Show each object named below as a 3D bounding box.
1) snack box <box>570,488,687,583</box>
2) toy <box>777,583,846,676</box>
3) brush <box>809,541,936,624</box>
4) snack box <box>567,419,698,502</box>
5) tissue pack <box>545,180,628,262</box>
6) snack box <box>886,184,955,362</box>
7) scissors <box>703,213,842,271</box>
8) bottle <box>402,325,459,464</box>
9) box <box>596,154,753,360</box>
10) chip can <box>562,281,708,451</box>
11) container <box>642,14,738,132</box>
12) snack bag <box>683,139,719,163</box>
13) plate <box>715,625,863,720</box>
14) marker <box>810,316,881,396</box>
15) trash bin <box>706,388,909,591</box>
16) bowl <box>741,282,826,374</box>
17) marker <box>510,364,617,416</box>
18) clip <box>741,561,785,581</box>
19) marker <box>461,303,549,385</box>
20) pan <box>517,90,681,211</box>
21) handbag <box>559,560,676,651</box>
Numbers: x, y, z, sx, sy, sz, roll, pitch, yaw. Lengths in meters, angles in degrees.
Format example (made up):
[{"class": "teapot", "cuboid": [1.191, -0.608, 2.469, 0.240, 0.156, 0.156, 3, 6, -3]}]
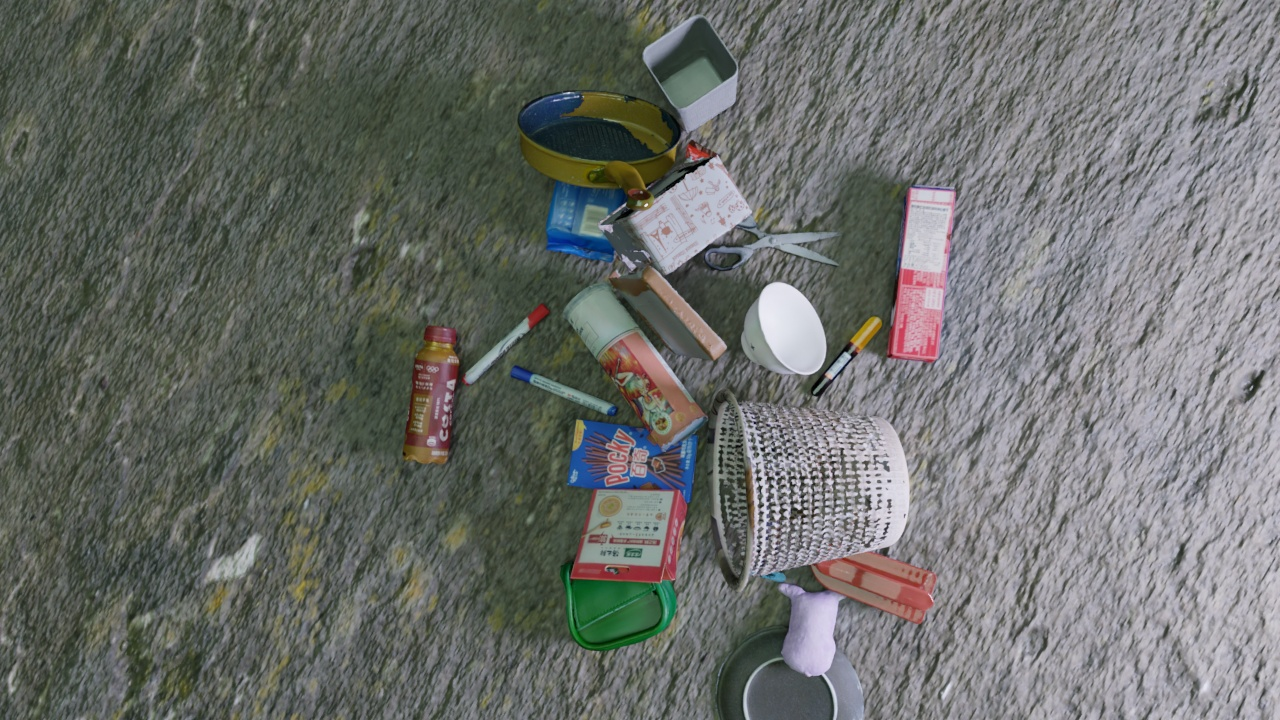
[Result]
[{"class": "snack box", "cuboid": [-0.011, 0.217, 1.098, 0.113, 0.044, 0.126, -1, 48, 19]}, {"class": "toy", "cuboid": [0.202, 0.322, 1.100, 0.084, 0.039, 0.107, 6, 67, 11]}, {"class": "brush", "cuboid": [0.271, 0.258, 1.086, 0.146, 0.069, 0.063, 19, 88, 8]}, {"class": "snack box", "cuboid": [-0.010, 0.126, 1.154, 0.157, 0.026, 0.084, 7, 87, 8]}, {"class": "tissue pack", "cuboid": [-0.062, -0.208, 1.169, 0.095, 0.052, 0.157, 12, 88, 6]}, {"class": "snack box", "cuboid": [0.339, -0.103, 1.106, 0.058, 0.057, 0.207, 7, 88, 11]}, {"class": "scissors", "cuboid": [0.159, -0.152, 1.155, 0.159, 0.014, 0.170, -37, 83, 5]}, {"class": "bottle", "cuboid": [-0.267, 0.044, 1.179, 0.057, 0.057, 0.175, 6, 87, 8]}, {"class": "box", "cuboid": [0.058, -0.112, 1.072, 0.157, 0.183, 0.193, -38, 104, -7]}, {"class": "chip can", "cuboid": [-0.007, 0.007, 1.126, 0.071, 0.071, 0.214, -38, 75, 4]}, {"class": "container", "cuboid": [0.065, -0.346, 1.129, 0.090, 0.114, 0.090, -32, 83, 4]}, {"class": "snack bag", "cuboid": [0.059, -0.225, 1.167, 0.048, 0.026, 0.104, 31, 91, 17]}, {"class": "plate", "cuboid": [0.180, 0.414, 1.112, 0.179, 0.024, 0.179, -1, 86, 7]}, {"class": "marker", "cuboid": [0.254, -0.004, 1.133, 0.018, 0.015, 0.124, 41, 95, 10]}, {"class": "trash bin", "cuboid": [0.188, 0.141, 1.045, 0.192, 0.227, 0.227, -2, 86, -7]}, {"class": "bowl", "cuboid": [0.163, -0.028, 1.115, 0.065, 0.118, 0.118, -29, 81, 44]}, {"class": "marker", "cuboid": [-0.098, 0.039, 1.177, 0.146, 0.017, 0.017, 21, 89, 9]}, {"class": "clip", "cuboid": [0.151, 0.260, 1.128, 0.057, 0.049, 0.015, 19, 88, 3]}, {"class": "marker", "cuboid": [-0.176, -0.020, 1.191, 0.145, 0.017, 0.017, -42, 82, 3]}, {"class": "pan", "cuboid": [-0.034, -0.235, 1.043, 0.197, 0.356, 0.078, -3, 130, -11]}, {"class": "handbag", "cuboid": [-0.026, 0.291, 1.131, 0.131, 0.068, 0.120, -18, 76, 8]}]
